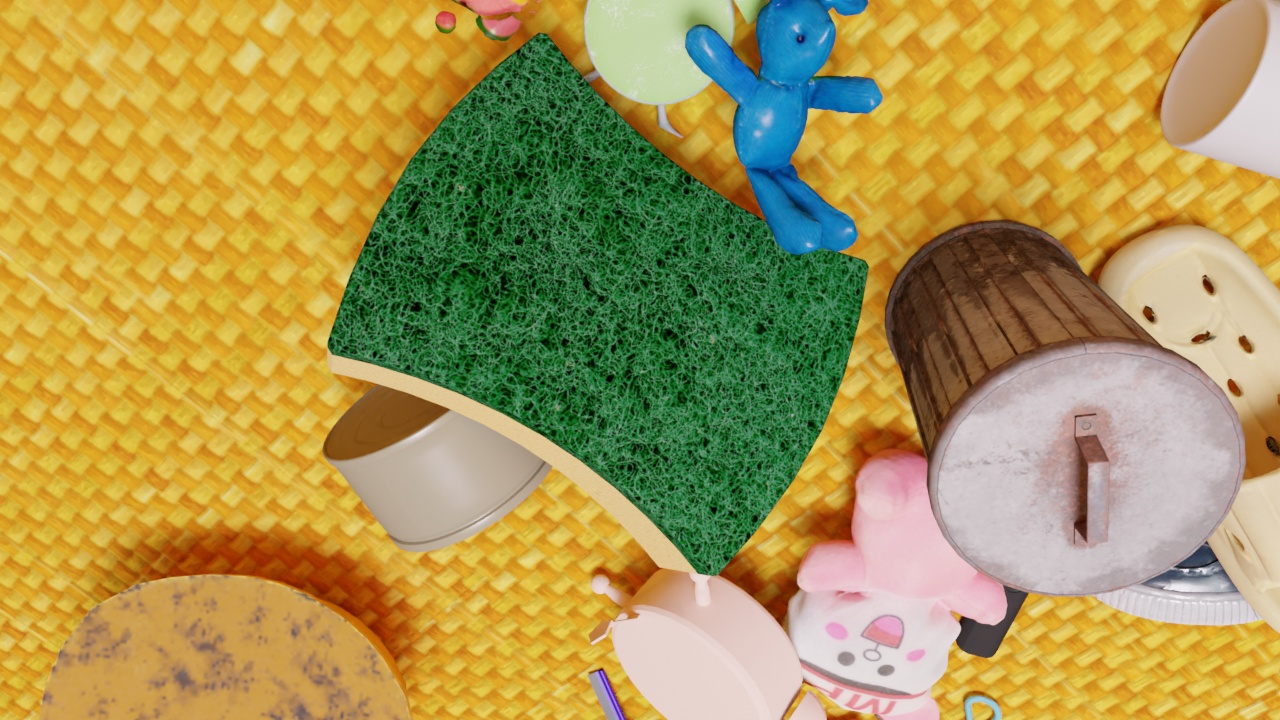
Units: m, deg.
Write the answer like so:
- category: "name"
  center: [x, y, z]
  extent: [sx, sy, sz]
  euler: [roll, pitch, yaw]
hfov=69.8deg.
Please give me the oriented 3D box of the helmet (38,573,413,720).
- category: "helmet"
  center: [-0.275, 0.256, 0.675]
  extent: [0.255, 0.131, 0.205]
  euler: [14, 85, 3]

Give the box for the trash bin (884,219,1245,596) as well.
- category: "trash bin"
  center: [0.204, 0.015, 0.480]
  extent: [0.131, 0.210, 0.131]
  euler: [3, 116, 6]

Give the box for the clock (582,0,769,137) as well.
- category: "clock"
  center: [0.014, -0.187, 0.494]
  extent: [0.094, 0.042, 0.119]
  euler: [23, 114, -8]

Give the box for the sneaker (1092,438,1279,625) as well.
- category: "sneaker"
  center: [0.396, 0.096, 0.578]
  extent: [0.236, 0.089, 0.087]
  euler: [-17, 117, 6]

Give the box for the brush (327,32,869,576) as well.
- category: "brush"
  center: [-0.018, -0.024, 0.496]
  extent: [0.250, 0.075, 0.194]
  euler: [33, 73, -11]

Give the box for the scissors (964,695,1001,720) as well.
- category: "scissors"
  center: [0.262, 0.309, 0.732]
  extent: [0.138, 0.015, 0.120]
  euler: [26, 116, -15]

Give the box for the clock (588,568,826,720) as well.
- category: "clock"
  center: [0.040, 0.216, 0.635]
  extent: [0.160, 0.086, 0.131]
  euler: [50, 142, -13]

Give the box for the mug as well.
- category: "mug"
  center: [0.344, -0.151, 0.475]
  extent: [0.097, 0.078, 0.112]
  euler: [16, 87, -3]

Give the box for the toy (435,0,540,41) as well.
- category: "toy"
  center: [-0.073, -0.221, 0.483]
  extent: [0.103, 0.046, 0.084]
  euler: [-29, 88, 6]

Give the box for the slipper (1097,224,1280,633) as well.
- category: "slipper"
  center: [0.353, 0.040, 0.508]
  extent: [0.111, 0.079, 0.261]
  euler: [-30, 83, 15]

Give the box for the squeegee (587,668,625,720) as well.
- category: "squeegee"
  center: [0.093, 0.326, 0.726]
  extent: [0.185, 0.055, 0.249]
  euler: [-22, 95, 14]

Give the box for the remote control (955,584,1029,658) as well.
- category: "remote control"
  center: [0.266, 0.151, 0.651]
  extent: [0.033, 0.015, 0.147]
  euler: [14, 116, -3]

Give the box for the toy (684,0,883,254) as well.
- category: "toy"
  center: [0.082, -0.144, 0.468]
  extent: [0.071, 0.112, 0.176]
  euler: [15, 114, 44]

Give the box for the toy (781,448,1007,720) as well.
- category: "toy"
  center: [0.170, 0.161, 0.626]
  extent: [0.142, 0.084, 0.213]
  euler: [16, 114, 0]

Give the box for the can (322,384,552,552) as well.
- category: "can"
  center: [-0.120, 0.049, 0.569]
  extent: [0.128, 0.127, 0.073]
  euler: [-23, 113, 14]
